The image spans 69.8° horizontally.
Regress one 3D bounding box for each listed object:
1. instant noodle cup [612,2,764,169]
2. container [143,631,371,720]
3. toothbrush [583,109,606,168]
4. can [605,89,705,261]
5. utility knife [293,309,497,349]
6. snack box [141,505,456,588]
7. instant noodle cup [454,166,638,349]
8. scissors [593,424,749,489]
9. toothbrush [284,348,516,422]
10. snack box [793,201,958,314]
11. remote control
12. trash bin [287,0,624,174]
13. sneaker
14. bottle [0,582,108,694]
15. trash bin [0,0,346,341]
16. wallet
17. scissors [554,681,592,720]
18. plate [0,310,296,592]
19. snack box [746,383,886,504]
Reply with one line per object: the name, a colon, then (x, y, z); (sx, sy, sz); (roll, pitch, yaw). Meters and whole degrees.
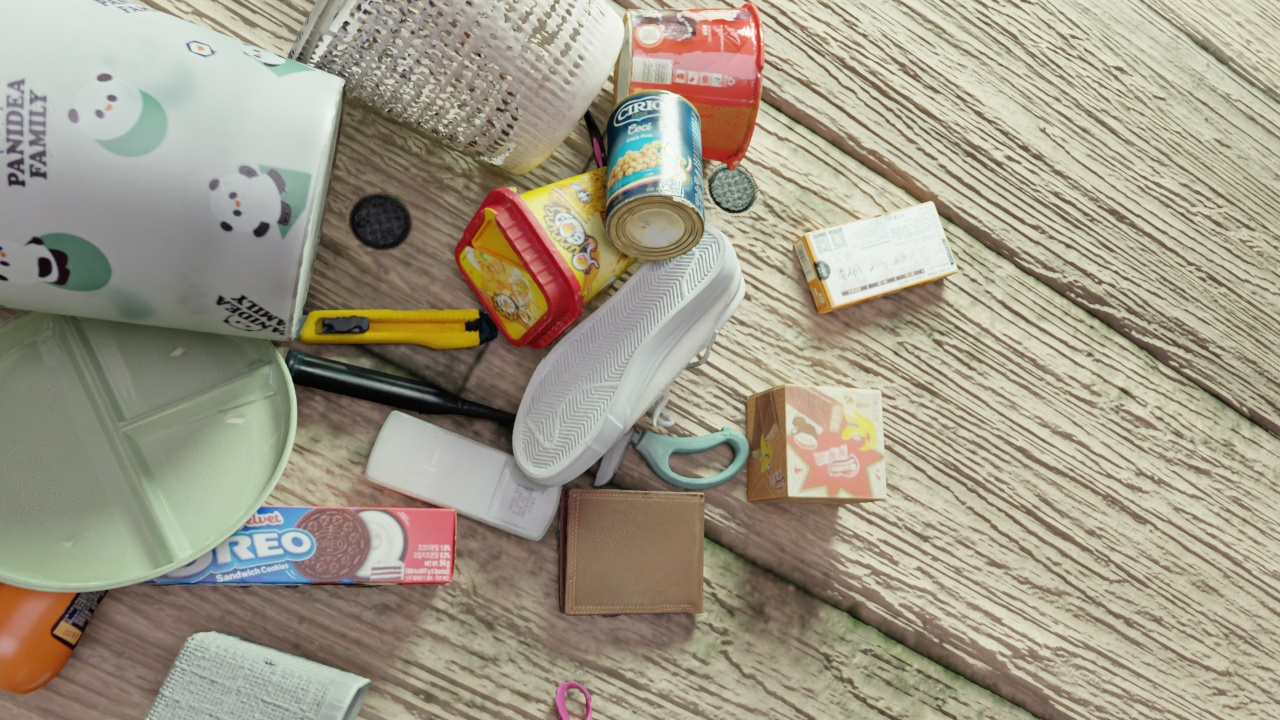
instant noodle cup: (0.036, -0.241, 0.787); (0.108, 0.138, 0.137); (3, 78, -10)
container: (-0.255, 0.237, 0.608); (0.114, 0.090, 0.090); (23, 72, -2)
toothbrush: (-0.033, -0.179, 0.812); (0.017, 0.014, 0.189); (-11, 84, -50)
can: (0.011, -0.140, 0.701); (0.075, 0.075, 0.111); (11, 56, -16)
utility knife: (-0.225, -0.024, 0.715); (0.230, 0.015, 0.033); (-1, 78, -18)
snack box: (-0.239, 0.133, 0.656); (0.207, 0.058, 0.057); (4, 75, -17)
instant noodle cup: (-0.064, -0.088, 0.736); (0.123, 0.116, 0.116); (-34, 89, -33)
scissors: (0.019, 0.032, 0.783); (0.174, 0.019, 0.169); (13, 76, -14)
toothbrush: (-0.168, 0.031, 0.717); (0.212, 0.026, 0.027); (16, 54, -16)
snack box: (0.226, -0.099, 0.874); (0.153, 0.026, 0.075); (-16, 84, -21)
remote control: (-0.136, 0.091, 0.717); (0.150, 0.021, 0.058); (23, 72, -12)
trash bin: (-0.129, -0.256, 0.704); (0.192, 0.228, 0.227); (33, 70, -23)
sneaker: (-0.004, 0.004, 0.735); (0.089, 0.091, 0.242); (38, 85, 33)
bottle: (-0.379, 0.141, 0.609); (0.066, 0.067, 0.149); (33, 64, -10)
trash bin: (-0.335, -0.127, 0.588); (0.251, 0.230, 0.229); (11, 75, -18)
wallet: (-0.006, 0.156, 0.744); (0.124, 0.032, 0.101); (4, 81, -17)
scissors: (-0.052, 0.312, 0.704); (0.133, 0.017, 0.136); (5, 76, -22)
plate: (-0.351, 0.047, 0.615); (0.230, 0.028, 0.229); (6, 55, -9)
snack box: (0.149, 0.074, 0.785); (0.092, 0.077, 0.094); (4, 78, -18)
